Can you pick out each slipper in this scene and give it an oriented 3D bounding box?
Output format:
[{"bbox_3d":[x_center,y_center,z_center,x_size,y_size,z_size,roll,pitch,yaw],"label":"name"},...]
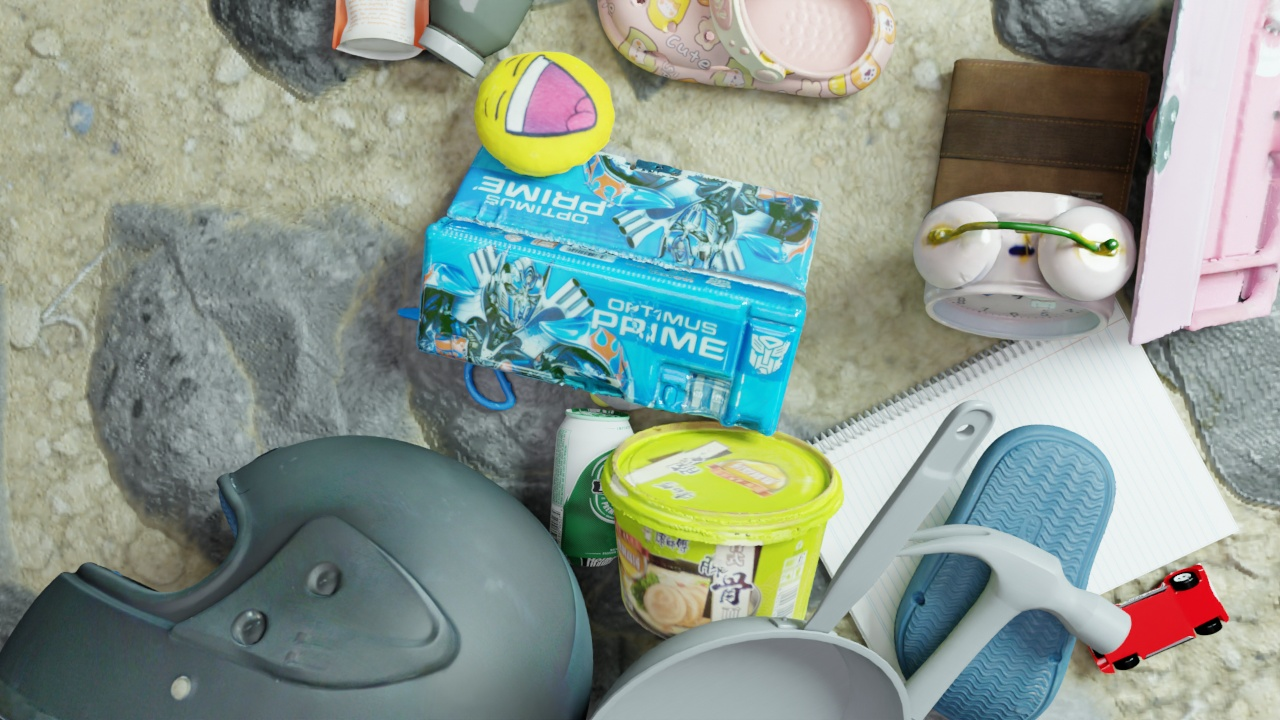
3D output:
[{"bbox_3d":[0.226,0.137,0.579,0.104,0.059,0.214,17,109,15],"label":"slipper"},{"bbox_3d":[0.065,-0.221,0.580,0.197,0.081,0.093,16,96,4],"label":"slipper"}]

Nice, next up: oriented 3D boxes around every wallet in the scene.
[{"bbox_3d":[0.255,-0.139,0.588,0.121,0.027,0.099,7,96,6],"label":"wallet"}]

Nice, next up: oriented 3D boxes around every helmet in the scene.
[{"bbox_3d":[-0.179,0.162,0.552,0.316,0.249,0.235,23,66,9],"label":"helmet"}]

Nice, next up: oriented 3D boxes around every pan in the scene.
[{"bbox_3d":[0.084,0.157,0.497,0.200,0.050,0.357,14,116,-19],"label":"pan"}]

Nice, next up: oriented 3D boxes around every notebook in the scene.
[{"bbox_3d":[0.236,0.088,0.607,0.246,0.013,0.178,-28,90,8],"label":"notebook"}]

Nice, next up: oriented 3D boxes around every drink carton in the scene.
[{"bbox_3d":[-0.177,-0.275,0.634,0.069,0.039,0.122,3,87,6],"label":"drink carton"}]

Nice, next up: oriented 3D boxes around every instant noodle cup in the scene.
[{"bbox_3d":[0.048,0.107,0.570,0.146,0.146,0.098,4,109,7],"label":"instant noodle cup"}]

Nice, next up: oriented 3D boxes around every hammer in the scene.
[{"bbox_3d":[0.154,0.232,0.581,0.125,0.029,0.311,34,112,10],"label":"hammer"}]

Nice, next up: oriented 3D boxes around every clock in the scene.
[{"bbox_3d":[0.218,-0.055,0.527,0.117,0.158,0.058,7,80,21],"label":"clock"}]

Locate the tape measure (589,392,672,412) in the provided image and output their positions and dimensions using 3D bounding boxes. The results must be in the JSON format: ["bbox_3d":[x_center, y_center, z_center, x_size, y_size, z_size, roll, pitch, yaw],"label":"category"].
[{"bbox_3d":[-0.004,0.004,0.630,0.065,0.016,0.064,11,94,6],"label":"tape measure"}]

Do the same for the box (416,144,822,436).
[{"bbox_3d":[-0.014,-0.059,0.590,0.243,0.071,0.170,13,85,7],"label":"box"}]

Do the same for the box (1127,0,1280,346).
[{"bbox_3d":[0.312,-0.131,0.500,0.178,0.039,0.233,-8,107,-36],"label":"box"}]

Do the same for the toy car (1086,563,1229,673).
[{"bbox_3d":[0.331,0.166,0.592,0.089,0.025,0.038,-27,89,8],"label":"toy car"}]

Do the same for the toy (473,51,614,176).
[{"bbox_3d":[-0.064,-0.164,0.611,0.094,0.041,0.095,19,70,4],"label":"toy"}]

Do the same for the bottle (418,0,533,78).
[{"bbox_3d":[-0.102,-0.247,0.609,0.060,0.060,0.108,32,96,5],"label":"bottle"}]

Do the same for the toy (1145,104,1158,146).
[{"bbox_3d":[0.336,-0.137,0.566,0.102,0.050,0.065,47,71,-27],"label":"toy"}]

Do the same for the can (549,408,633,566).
[{"bbox_3d":[-0.033,0.085,0.620,0.053,0.053,0.101,5,94,7],"label":"can"}]

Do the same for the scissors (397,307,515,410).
[{"bbox_3d":[-0.105,-0.029,0.643,0.127,0.015,0.125,-25,91,4],"label":"scissors"}]
